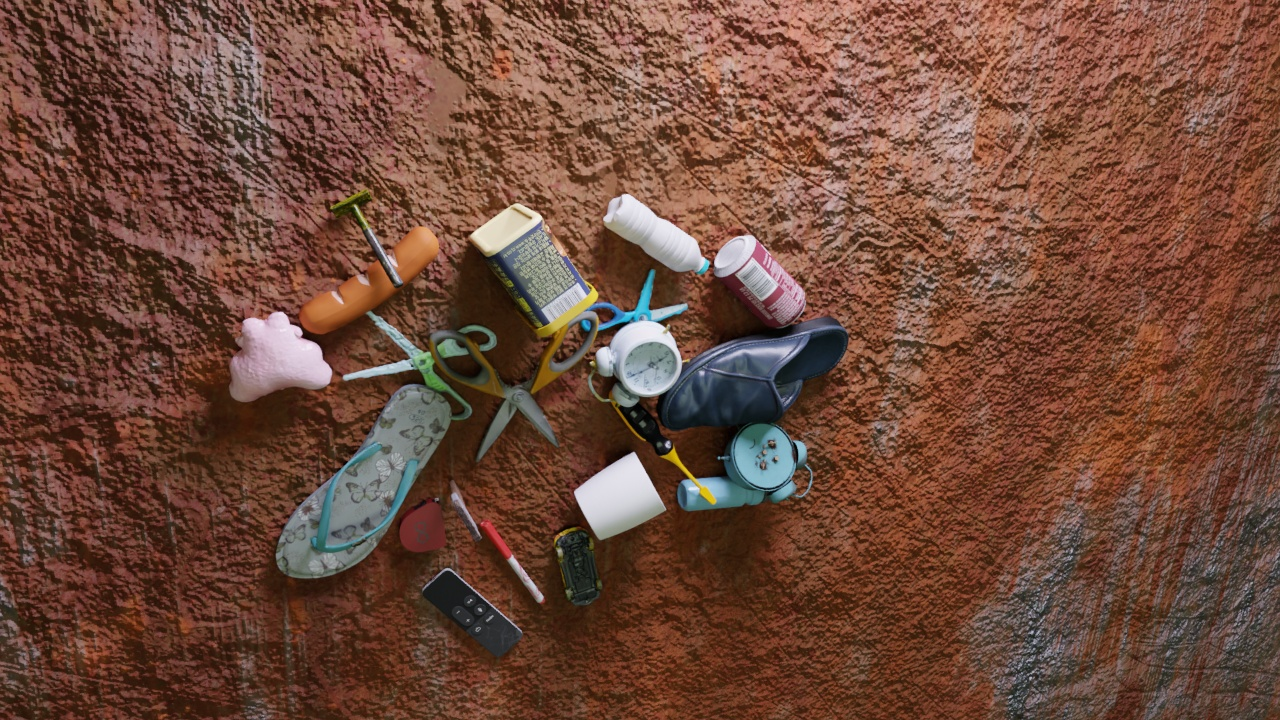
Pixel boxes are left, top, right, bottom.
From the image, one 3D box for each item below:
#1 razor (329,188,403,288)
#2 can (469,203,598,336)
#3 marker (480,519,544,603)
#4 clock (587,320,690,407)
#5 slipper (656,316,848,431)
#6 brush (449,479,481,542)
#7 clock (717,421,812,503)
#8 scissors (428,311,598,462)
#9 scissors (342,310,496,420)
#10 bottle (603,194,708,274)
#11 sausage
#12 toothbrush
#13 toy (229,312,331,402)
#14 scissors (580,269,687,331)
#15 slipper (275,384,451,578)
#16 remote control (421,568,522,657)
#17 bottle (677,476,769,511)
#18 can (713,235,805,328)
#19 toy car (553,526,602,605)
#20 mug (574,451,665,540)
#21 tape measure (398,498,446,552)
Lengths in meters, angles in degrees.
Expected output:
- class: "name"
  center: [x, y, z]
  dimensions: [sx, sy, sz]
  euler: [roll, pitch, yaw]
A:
- class: "razor"
  center: [-0.271, -0.120, 0.933]
  dimensions: [0.042, 0.026, 0.106]
  euler: [-30, 85, -11]
- class: "can"
  center: [-0.116, -0.098, 0.962]
  dimensions: [0.075, 0.135, 0.104]
  euler: [-37, 113, -6]
- class: "marker"
  center: [-0.155, 0.250, 1.131]
  dimensions: [0.012, 0.013, 0.142]
  euler: [-33, 116, -8]
- class: "clock"
  center: [-0.006, 0.006, 1.070]
  dimensions: [0.117, 0.057, 0.083]
  euler: [-31, 116, 1]
- class: "slipper"
  center: [0.151, 0.030, 1.120]
  dimensions: [0.265, 0.083, 0.109]
  euler: [-19, 134, -14]
- class: "brush"
  center: [-0.198, 0.157, 1.011]
  dimensions: [0.008, 0.143, 0.045]
  euler: [-31, 107, -10]
- class: "clock"
  center: [0.162, 0.131, 1.166]
  dimensions: [0.124, 0.053, 0.089]
  euler: [31, 67, -9]
- class: "scissors"
  center: [-0.145, 0.019, 1.040]
  dimensions: [0.229, 0.016, 0.225]
  euler: [30, 102, -35]
- class: "scissors"
  center: [-0.238, -0.004, 1.018]
  dimensions: [0.165, 0.024, 0.171]
  euler: [-39, 119, 1]
- class: "bottle"
  center: [0.022, -0.139, 1.049]
  dimensions: [0.136, 0.044, 0.044]
  euler: [30, 95, -26]
- class: "sausage"
  center: [-0.280, -0.081, 0.958]
  dimensions: [0.164, 0.039, 0.044]
  euler: [-36, 110, -6]
- class: "toothbrush"
  center: [0.029, 0.107, 1.125]
  dimensions: [0.031, 0.031, 0.196]
  euler: [-46, 104, -18]
- class: "toy"
  center: [-0.378, -0.003, 0.942]
  dimensions: [0.102, 0.050, 0.093]
  euler: [-14, 115, -12]
- class: "scissors"
  center: [-0.010, -0.045, 1.088]
  dimensions: [0.140, 0.011, 0.134]
  euler: [7, 107, -21]
- class: "slipper"
  center: [-0.299, 0.148, 1.017]
  dimensions: [0.098, 0.055, 0.269]
  euler: [38, 93, -29]
- class: "remote control"
  center: [-0.207, 0.313, 1.135]
  dimensions: [0.045, 0.008, 0.146]
  euler: [-42, 117, -3]
- class: "bottle"
  center: [0.114, 0.170, 1.189]
  dimensions: [0.130, 0.040, 0.040]
  euler: [-2, 108, -20]
- class: "can"
  center: [0.143, -0.093, 1.099]
  dimensions: [0.114, 0.063, 0.063]
  euler: [41, 90, -27]
- class: "toy car"
  center: [-0.079, 0.260, 1.153]
  dimensions: [0.049, 0.030, 0.107]
  euler: [-15, 110, -17]
- class: "mug"
  center: [-0.023, 0.176, 1.128]
  dimensions: [0.087, 0.081, 0.114]
  euler: [-29, 146, -3]
- class: "tape measure"
  center: [-0.256, 0.193, 1.071]
  dimensions: [0.051, 0.019, 0.059]
  euler: [-9, 103, -15]
